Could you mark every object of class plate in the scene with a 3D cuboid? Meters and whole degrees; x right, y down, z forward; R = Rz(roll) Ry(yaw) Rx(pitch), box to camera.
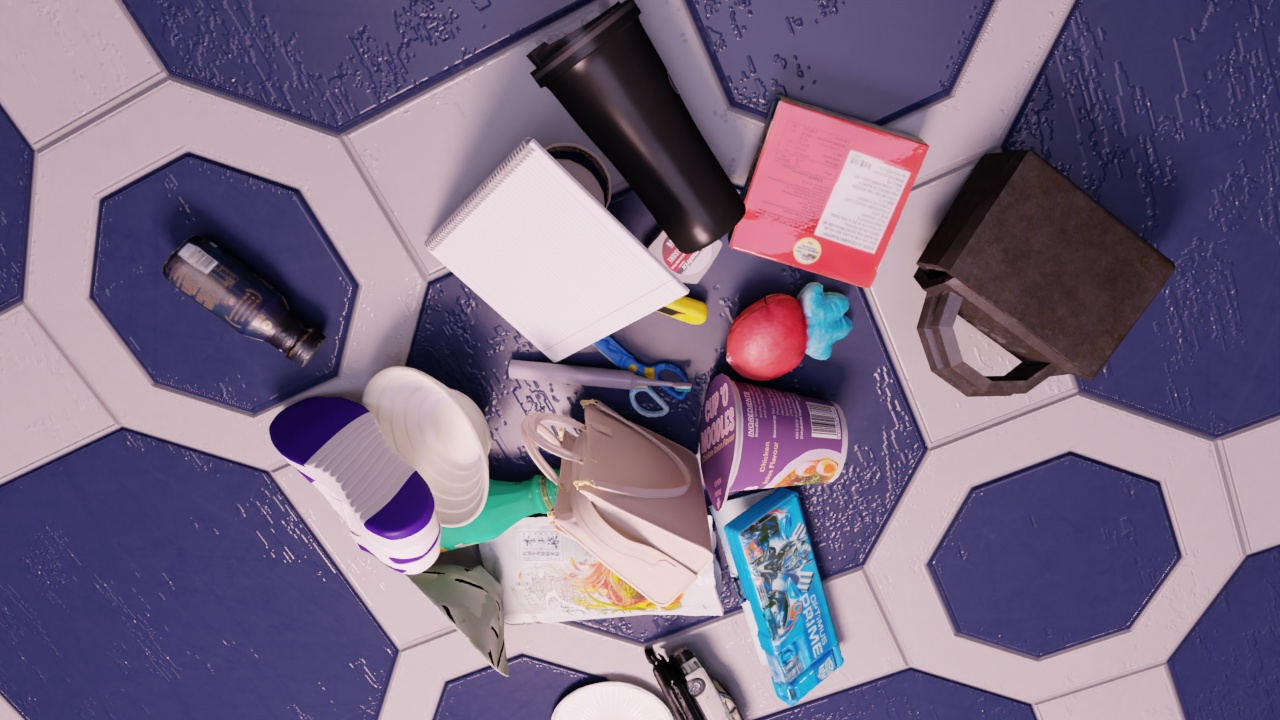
[{"bbox_3d":[-0.034,0.458,1.144,0.157,0.014,0.157,1,114,2],"label":"plate"}]

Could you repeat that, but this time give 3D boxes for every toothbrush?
[{"bbox_3d":[-0.041,0.018,0.937,0.188,0.018,0.019,5,127,6],"label":"toothbrush"}]

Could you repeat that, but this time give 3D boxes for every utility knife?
[{"bbox_3d":[-0.020,-0.070,0.881,0.187,0.020,0.029,18,158,-21],"label":"utility knife"}]

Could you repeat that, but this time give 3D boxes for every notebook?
[{"bbox_3d":[-0.087,-0.086,0.826,0.178,0.013,0.246,43,148,-15],"label":"notebook"}]

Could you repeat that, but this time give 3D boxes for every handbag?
[{"bbox_3d":[0.350,-0.057,0.855,0.197,0.102,0.199,34,94,-12],"label":"handbag"},{"bbox_3d":[-0.033,0.116,0.894,0.198,0.194,0.101,35,110,-16],"label":"handbag"}]

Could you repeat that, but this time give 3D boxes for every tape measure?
[{"bbox_3d":[0.042,-0.109,0.887,0.062,0.020,0.060,38,104,-13],"label":"tape measure"}]

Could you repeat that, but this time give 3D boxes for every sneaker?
[{"bbox_3d":[-0.281,0.129,0.932,0.091,0.244,0.111,-36,140,-27],"label":"sneaker"}]

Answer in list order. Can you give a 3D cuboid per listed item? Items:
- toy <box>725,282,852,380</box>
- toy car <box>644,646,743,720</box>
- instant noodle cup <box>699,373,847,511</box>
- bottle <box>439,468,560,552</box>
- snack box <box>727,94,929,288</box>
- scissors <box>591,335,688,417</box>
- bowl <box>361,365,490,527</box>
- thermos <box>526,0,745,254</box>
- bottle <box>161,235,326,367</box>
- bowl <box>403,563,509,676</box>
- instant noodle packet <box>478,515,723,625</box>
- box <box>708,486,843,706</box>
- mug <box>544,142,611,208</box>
[{"bbox_3d":[0.145,-0.029,0.902,0.133,0.062,0.092,-20,134,-9],"label":"toy"},{"bbox_3d":[0.079,0.422,1.098,0.071,0.094,0.192,-30,110,-13],"label":"toy car"},{"bbox_3d":[0.135,0.086,0.920,0.121,0.122,0.136,4,70,-12],"label":"instant noodle cup"},{"bbox_3d":[-0.174,0.162,0.989,0.210,0.068,0.068,-16,112,8],"label":"bottle"},{"bbox_3d":[0.170,-0.155,0.853,0.142,0.040,0.145,16,114,-5],"label":"snack box"},{"bbox_3d":[-0.005,0.004,0.944,0.070,0.022,0.130,-38,103,19],"label":"scissors"},{"bbox_3d":[-0.204,0.079,0.940,0.177,0.057,0.177,15,118,30],"label":"bowl"},{"bbox_3d":[0.004,-0.201,0.801,0.106,0.105,0.218,-32,108,15],"label":"thermos"},{"bbox_3d":[-0.388,-0.056,0.906,0.161,0.056,0.056,39,109,-14],"label":"bottle"},{"bbox_3d":[-0.188,0.266,1.018,0.067,0.174,0.174,-46,109,-19],"label":"bowl"},{"bbox_3d":[-0.046,0.237,1.029,0.269,0.057,0.147,-5,111,10],"label":"instant noodle packet"},{"bbox_3d":[0.150,0.258,1.035,0.091,0.085,0.243,-30,114,-26],"label":"box"},{"bbox_3d":[-0.078,-0.137,0.842,0.085,0.089,0.112,28,112,-10],"label":"mug"}]
